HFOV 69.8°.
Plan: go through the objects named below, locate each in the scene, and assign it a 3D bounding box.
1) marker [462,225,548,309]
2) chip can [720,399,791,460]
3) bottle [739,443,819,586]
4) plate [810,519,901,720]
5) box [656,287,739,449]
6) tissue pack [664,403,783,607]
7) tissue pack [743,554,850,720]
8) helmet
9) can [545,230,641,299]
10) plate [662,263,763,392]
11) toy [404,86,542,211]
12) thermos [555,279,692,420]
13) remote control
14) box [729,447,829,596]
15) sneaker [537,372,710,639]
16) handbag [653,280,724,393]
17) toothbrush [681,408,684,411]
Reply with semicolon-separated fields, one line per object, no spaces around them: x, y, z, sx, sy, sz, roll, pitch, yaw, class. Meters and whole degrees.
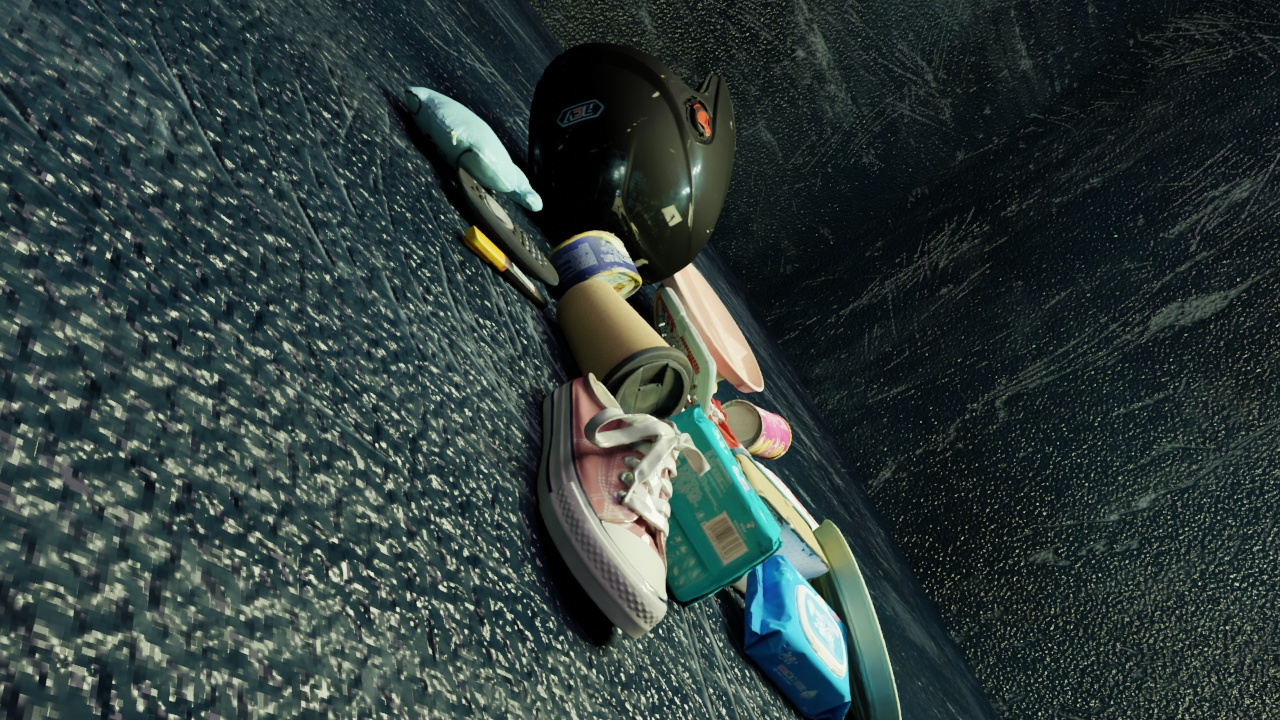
-0.113;-0.077;0.789;0.124;0.015;0.018;45;17;-53;marker
0.159;0.100;1.293;0.071;0.071;0.210;60;12;17;chip can
0.162;0.185;1.081;0.197;0.068;0.068;53;12;-4;bottle
0.213;0.278;0.939;0.230;0.027;0.230;153;-78;-89;plate
0.057;0.019;1.075;0.201;0.063;0.160;-116;-174;-57;box
0.040;0.110;0.703;0.133;0.093;0.050;59;16;10;tissue pack
0.142;0.245;0.809;0.157;0.052;0.094;51;27;-26;tissue pack
-0.015;-0.226;1.066;0.274;0.234;0.229;45;46;-51;helmet
-0.046;-0.091;0.957;0.049;0.075;0.148;61;11;9;can
0.096;-0.050;1.259;0.229;0.028;0.229;51;16;-22;plate
-0.151;-0.192;0.847;0.161;0.050;0.156;41;1;-16;toy
-0.020;-0.005;0.811;0.093;0.093;0.143;42;9;-50;thermos
-0.123;-0.114;0.822;0.136;0.024;0.053;48;13;-27;remote control
0.105;0.161;0.850;0.184;0.090;0.063;49;13;-43;box
-0.009;0.073;0.608;0.118;0.088;0.240;50;12;-28;sneaker
0.069;-0.053;1.344;0.163;0.063;0.178;40;25;-51;handbag
-0.005;0.005;0.924;0.189;0.020;0.029;47;32;-26;toothbrush
